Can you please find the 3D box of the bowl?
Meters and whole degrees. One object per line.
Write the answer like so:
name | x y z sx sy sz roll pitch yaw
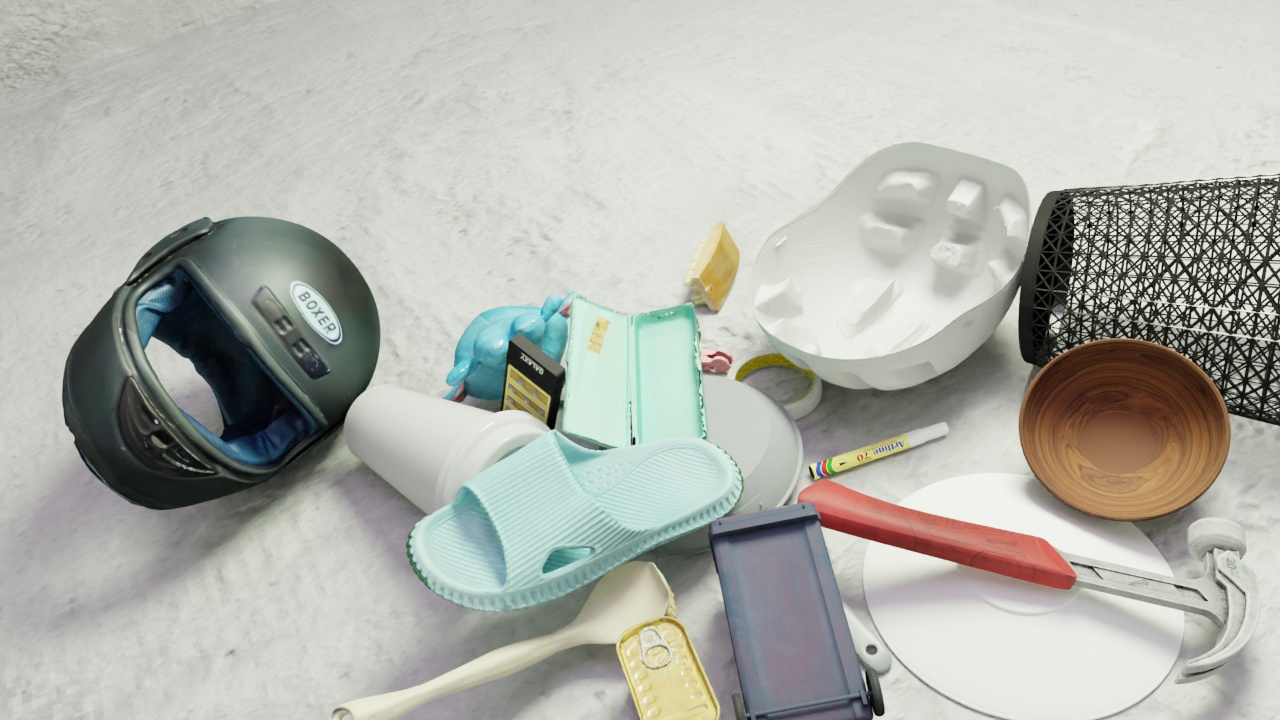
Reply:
bowl | 0.389 0.062 0.747 0.147 0.069 0.147 -9 69 23

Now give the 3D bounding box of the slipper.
slipper | -0.042 0.110 0.711 0.275 0.070 0.116 -16 52 -22

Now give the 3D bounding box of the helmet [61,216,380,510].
helmet | -0.380 -0.017 0.896 0.236 0.249 0.316 -31 20 3

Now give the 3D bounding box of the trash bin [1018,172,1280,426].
trash bin | 0.475 -0.060 0.793 0.244 0.217 0.216 10 44 33

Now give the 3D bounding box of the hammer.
hammer | 0.271 0.143 0.672 0.316 0.036 0.125 11 47 16

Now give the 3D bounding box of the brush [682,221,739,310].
brush | 0.083 -0.109 1.063 0.039 0.049 0.116 -14 35 34

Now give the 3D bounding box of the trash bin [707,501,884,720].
trash bin | 0.103 0.187 0.653 0.094 0.092 0.160 -12 54 3

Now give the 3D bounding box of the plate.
plate | 0.289 0.163 0.703 0.229 0.030 0.228 -7 40 6

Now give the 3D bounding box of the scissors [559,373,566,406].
scissors | -0.107 0.010 1.000 0.071 0.014 0.130 -15 41 -4

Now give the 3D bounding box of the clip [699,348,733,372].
clip | 0.065 0.001 0.958 0.060 0.023 0.044 26 57 38

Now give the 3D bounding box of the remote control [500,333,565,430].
remote control | -0.100 0.037 0.834 0.058 0.134 0.013 36 51 18

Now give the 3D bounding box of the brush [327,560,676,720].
brush | -0.092 0.217 0.675 0.271 0.077 0.062 -17 44 -25

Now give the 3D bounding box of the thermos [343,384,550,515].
thermos | -0.181 0.088 0.848 0.222 0.132 0.131 18 48 41

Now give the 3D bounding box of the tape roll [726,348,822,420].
tape roll | 0.133 0.024 0.914 0.094 0.019 0.093 -7 41 6

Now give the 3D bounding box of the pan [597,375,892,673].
pan | 0.086 0.125 0.787 0.200 0.051 0.356 -33 43 -12

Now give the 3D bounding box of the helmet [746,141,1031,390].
helmet | 0.238 -0.077 0.878 0.224 0.184 0.281 21 43 40

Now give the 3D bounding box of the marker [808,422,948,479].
marker | 0.216 0.081 0.831 0.132 0.014 0.014 -17 40 -6

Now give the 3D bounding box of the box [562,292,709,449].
box | -0.006 0.012 0.864 0.138 0.057 0.186 2 43 -1

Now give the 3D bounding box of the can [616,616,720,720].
can | 0.022 0.242 0.656 0.054 0.059 0.099 -18 40 -8

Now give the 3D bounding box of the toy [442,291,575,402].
toy | -0.121 -0.005 0.911 0.183 0.115 0.181 -37 7 -12
